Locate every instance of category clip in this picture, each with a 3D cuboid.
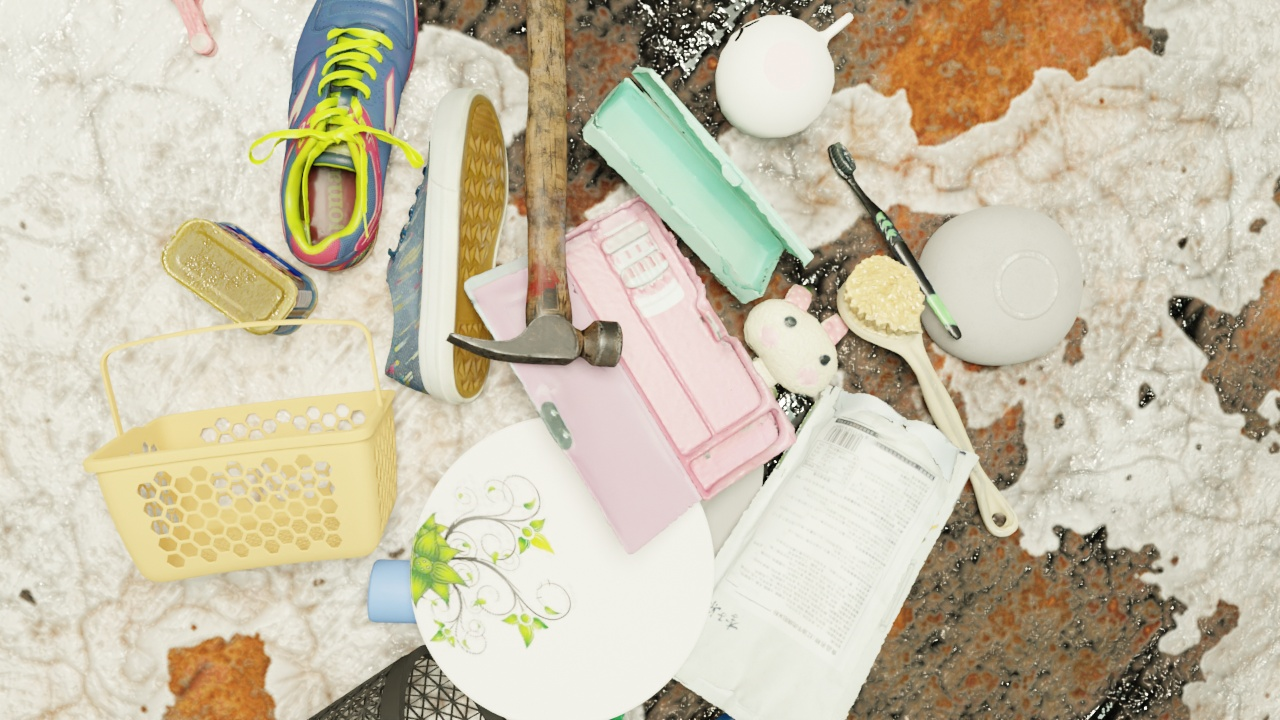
[{"bbox_3d":[-0.330,-0.254,0.675,0.022,0.035,0.057,-21,100,-8],"label":"clip"}]

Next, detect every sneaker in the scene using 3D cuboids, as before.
[{"bbox_3d":[-0.154,-0.087,0.687,0.079,0.087,0.235,5,91,18],"label":"sneaker"},{"bbox_3d":[-0.208,-0.184,0.665,0.116,0.091,0.242,8,92,-5],"label":"sneaker"}]

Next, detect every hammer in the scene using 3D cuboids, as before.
[{"bbox_3d":[-0.076,-0.159,0.667,0.120,0.033,0.330,3,77,-19],"label":"hammer"}]

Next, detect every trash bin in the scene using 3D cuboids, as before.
[{"bbox_3d":[-0.219,0.357,0.650,0.243,0.217,0.217,-27,96,2],"label":"trash bin"}]

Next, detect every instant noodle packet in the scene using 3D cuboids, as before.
[{"bbox_3d":[0.139,0.157,0.713,0.147,0.057,0.269,29,79,24],"label":"instant noodle packet"}]

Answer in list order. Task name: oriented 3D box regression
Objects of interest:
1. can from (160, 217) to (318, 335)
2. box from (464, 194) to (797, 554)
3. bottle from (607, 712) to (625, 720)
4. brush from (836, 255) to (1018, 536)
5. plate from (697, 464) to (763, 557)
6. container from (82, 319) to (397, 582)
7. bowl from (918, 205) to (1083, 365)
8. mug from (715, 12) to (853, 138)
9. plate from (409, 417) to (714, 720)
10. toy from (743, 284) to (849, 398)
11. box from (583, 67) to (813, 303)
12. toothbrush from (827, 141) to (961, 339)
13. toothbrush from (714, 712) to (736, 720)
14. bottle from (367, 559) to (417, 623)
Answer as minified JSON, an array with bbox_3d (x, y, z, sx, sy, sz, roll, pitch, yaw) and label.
[{"bbox_3d":[-0.294,-0.061,0.679,0.100,0.059,0.054,37,89,-8],"label":"can"},{"bbox_3d":[-0.007,0.006,0.698,0.179,0.055,0.233,-30,88,-23],"label":"box"},{"bbox_3d":[-0.065,0.261,0.737,0.110,0.042,0.042,20,91,-6],"label":"bottle"},{"bbox_3d":[0.242,0.035,0.749,0.062,0.077,0.272,-32,102,5],"label":"brush"},{"bbox_3d":[0.013,0.088,0.744,0.172,0.019,0.173,0,94,-7],"label":"plate"},{"bbox_3d":[-0.272,0.054,0.652,0.183,0.129,0.167,-7,105,-4],"label":"container"},{"bbox_3d":[0.297,-0.061,0.744,0.131,0.064,0.132,0,94,-7],"label":"bowl"},{"bbox_3d":[0.116,-0.227,0.706,0.124,0.076,0.090,-39,97,-3],"label":"mug"},{"bbox_3d":[-0.058,0.158,0.703,0.229,0.030,0.229,2,78,-9],"label":"plate"},{"bbox_3d":[0.119,-0.009,0.738,0.112,0.050,0.087,-42,97,-11],"label":"toy"},{"bbox_3d":[0.056,-0.139,0.681,0.189,0.079,0.077,45,47,-18],"label":"box"},{"bbox_3d":[0.203,-0.097,0.732,0.014,0.017,0.188,-29,81,-10],"label":"toothbrush"},{"bbox_3d":[0.046,0.324,0.767,0.190,0.016,0.017,-34,104,-3],"label":"toothbrush"},{"bbox_3d":[-0.143,0.182,0.718,0.131,0.048,0.048,4,93,-7],"label":"bottle"}]
